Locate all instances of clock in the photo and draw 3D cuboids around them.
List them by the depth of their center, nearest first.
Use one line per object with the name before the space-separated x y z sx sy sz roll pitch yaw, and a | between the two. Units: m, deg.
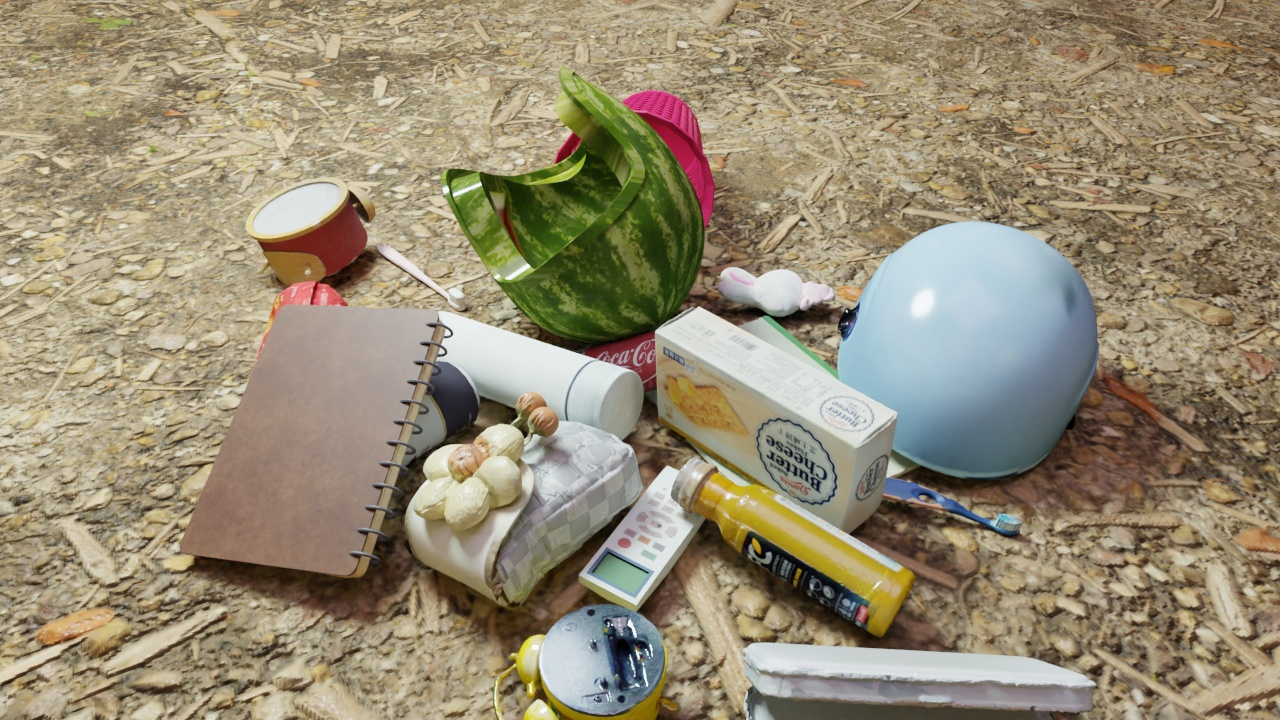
clock | -0.037 0.209 0.597 0.118 0.057 0.083 -7 38 -10
clock | -0.366 -0.152 1.052 0.117 0.081 0.158 5 45 24

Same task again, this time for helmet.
helmet | 0.297 -0.024 0.828 0.225 0.167 0.264 22 48 13
helmet | -0.048 -0.131 0.910 0.213 0.243 0.247 -36 70 17

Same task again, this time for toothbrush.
toothbrush | 0.242 0.116 0.750 0.135 0.017 0.021 17 42 12
toothbrush | -0.252 -0.101 1.042 0.015 0.018 0.181 -28 45 -33

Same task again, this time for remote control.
remote control | 0.010 0.138 0.719 0.049 0.024 0.143 23 41 20

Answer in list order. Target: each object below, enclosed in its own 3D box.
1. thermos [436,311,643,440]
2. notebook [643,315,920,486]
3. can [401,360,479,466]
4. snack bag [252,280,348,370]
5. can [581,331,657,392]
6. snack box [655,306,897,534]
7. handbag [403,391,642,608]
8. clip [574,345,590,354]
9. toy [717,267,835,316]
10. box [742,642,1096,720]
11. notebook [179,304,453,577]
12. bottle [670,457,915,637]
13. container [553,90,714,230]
thermos | -0.106 0.012 0.832 0.230 0.068 0.067 17 39 31
notebook | 0.122 0.045 0.857 0.181 0.010 0.252 -19 41 -24
can | -0.204 0.054 0.796 0.064 0.064 0.127 28 45 31
snack bag | -0.319 -0.008 0.865 0.082 0.082 0.176 -5 37 -8
can | -0.005 0.005 0.857 0.096 0.054 0.054 -15 37 2
snack box | 0.104 0.047 0.759 0.057 0.104 0.208 -32 48 -32
handbag | -0.086 0.093 0.698 0.113 0.123 0.171 13 35 41
clip | -0.078 0.012 0.893 0.101 0.038 0.054 -23 19 -27
toy | 0.147 -0.074 0.994 0.125 0.037 0.075 8 32 7
box | 0.171 0.241 0.582 0.216 0.109 0.108 4 -6 0
notebook | -0.253 0.057 0.735 0.168 0.024 0.225 3 62 17
bottle | 0.108 0.134 0.686 0.186 0.053 0.053 29 45 22
container | 0.004 -0.240 1.117 0.183 0.183 0.225 5 30 5
